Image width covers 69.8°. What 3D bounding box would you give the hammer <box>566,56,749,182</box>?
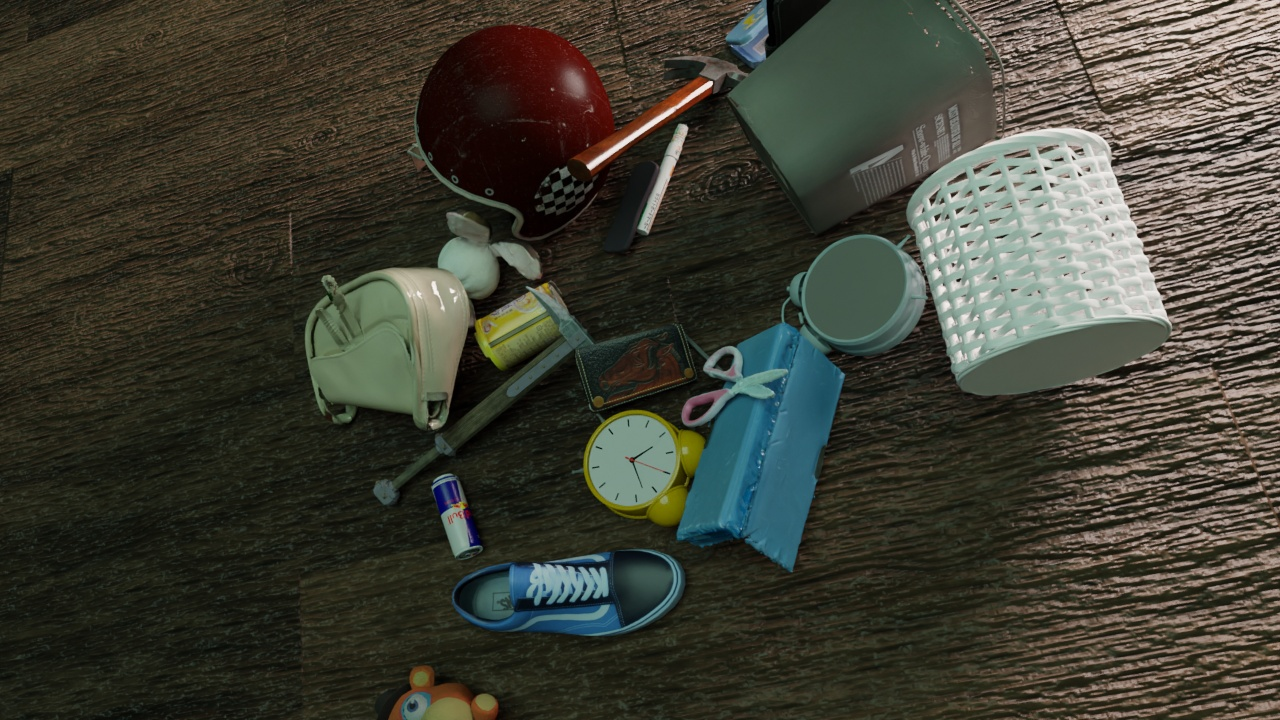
[{"bbox_3d":[0.020,-0.275,1.034,0.111,0.028,0.299,29,49,21],"label":"hammer"}]

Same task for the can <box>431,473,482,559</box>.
[{"bbox_3d":[-0.207,0.175,1.031,0.032,0.032,0.095,-28,66,6],"label":"can"}]

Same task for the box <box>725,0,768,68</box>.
[{"bbox_3d":[0.190,-0.452,1.111,0.210,0.064,0.069,-42,62,-1],"label":"box"}]

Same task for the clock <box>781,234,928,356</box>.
[{"bbox_3d":[0.219,-0.065,0.961,0.160,0.045,0.122,-22,63,30],"label":"clock"}]

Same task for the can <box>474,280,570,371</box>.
[{"bbox_3d":[-0.133,-0.040,1.064,0.105,0.067,0.067,-28,66,5],"label":"can"}]

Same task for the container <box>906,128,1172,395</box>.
[{"bbox_3d":[0.367,-0.085,0.860,0.189,0.189,0.186,-13,69,12],"label":"container"}]

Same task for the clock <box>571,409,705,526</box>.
[{"bbox_3d":[0.008,0.114,0.977,0.152,0.052,0.113,17,77,25],"label":"clock"}]

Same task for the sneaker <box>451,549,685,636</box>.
[{"bbox_3d":[-0.079,0.238,0.934,0.241,0.098,0.083,-10,69,14],"label":"sneaker"}]

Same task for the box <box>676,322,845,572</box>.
[{"bbox_3d":[0.131,0.091,0.927,0.110,0.094,0.231,30,62,-18],"label":"box"}]

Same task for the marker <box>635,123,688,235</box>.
[{"bbox_3d":[0.027,-0.219,1.104,0.017,0.017,0.145,16,77,21],"label":"marker"}]

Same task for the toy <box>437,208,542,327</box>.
[{"bbox_3d":[-0.216,-0.084,1.108,0.206,0.131,0.105,-54,20,15],"label":"toy"}]

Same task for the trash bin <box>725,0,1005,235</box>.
[{"bbox_3d":[0.231,-0.269,0.972,0.220,0.197,0.197,-34,67,10],"label":"trash bin"}]

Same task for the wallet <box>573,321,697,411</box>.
[{"bbox_3d":[-0.006,0.006,1.006,0.123,0.019,0.072,-17,89,-8],"label":"wallet"}]

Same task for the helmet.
[{"bbox_3d":[-0.150,-0.265,1.076,0.233,0.254,0.233,-23,66,-9],"label":"helmet"}]

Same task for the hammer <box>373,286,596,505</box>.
[{"bbox_3d":[-0.185,0.060,1.043,0.317,0.028,0.147,-39,100,9],"label":"hammer"}]

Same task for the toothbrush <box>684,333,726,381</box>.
[{"bbox_3d":[0.093,0.019,1.004,0.013,0.013,0.167,-40,65,-9],"label":"toothbrush"}]

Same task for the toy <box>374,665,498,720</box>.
[{"bbox_3d":[-0.193,0.383,0.929,0.176,0.096,0.112,15,77,32],"label":"toy"}]

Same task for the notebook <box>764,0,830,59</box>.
[{"bbox_3d":[0.207,-0.383,1.001,0.169,0.209,0.029,-35,73,2],"label":"notebook"}]

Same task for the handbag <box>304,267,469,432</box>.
[{"bbox_3d":[-0.307,-0.009,1.027,0.230,0.131,0.184,2,97,42],"label":"handbag"}]

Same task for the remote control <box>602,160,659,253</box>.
[{"bbox_3d":[-0.009,-0.184,1.099,0.046,0.009,0.124,6,71,49],"label":"remote control"}]

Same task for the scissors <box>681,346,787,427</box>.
[{"bbox_3d":[0.102,0.011,0.924,0.016,0.180,0.108,33,64,-17],"label":"scissors"}]
